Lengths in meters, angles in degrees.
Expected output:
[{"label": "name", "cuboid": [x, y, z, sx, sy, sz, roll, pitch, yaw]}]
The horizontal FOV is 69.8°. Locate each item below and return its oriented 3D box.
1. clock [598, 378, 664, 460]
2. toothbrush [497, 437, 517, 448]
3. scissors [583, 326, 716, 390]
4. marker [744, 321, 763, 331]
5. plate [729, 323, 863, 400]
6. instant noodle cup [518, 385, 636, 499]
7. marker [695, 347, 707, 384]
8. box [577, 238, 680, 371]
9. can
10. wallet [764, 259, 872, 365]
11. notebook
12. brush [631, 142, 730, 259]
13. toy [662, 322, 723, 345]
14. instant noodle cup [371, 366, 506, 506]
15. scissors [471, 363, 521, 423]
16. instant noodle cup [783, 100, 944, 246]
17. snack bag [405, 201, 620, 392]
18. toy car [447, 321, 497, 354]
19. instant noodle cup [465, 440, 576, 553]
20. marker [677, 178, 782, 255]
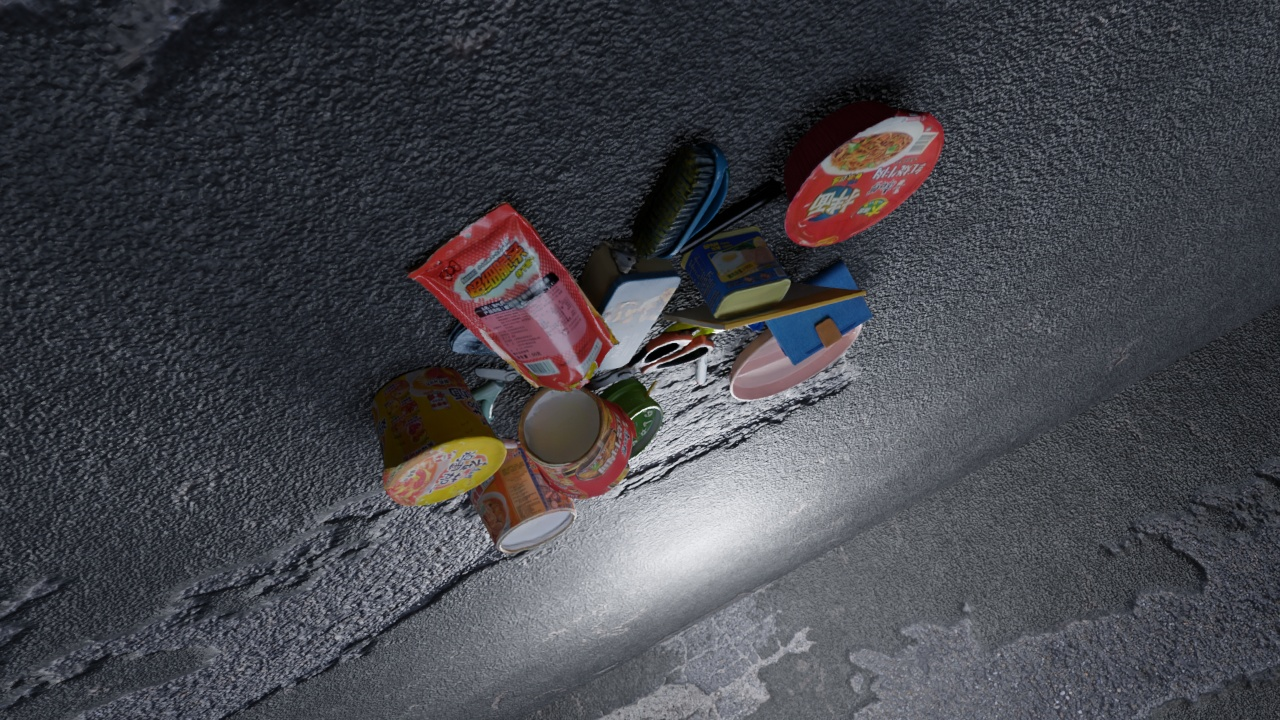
[{"label": "clock", "cuboid": [-0.035, 0.097, 1.258, 0.161, 0.056, 0.116, -41, 149, -16]}, {"label": "toothbrush", "cuboid": [-0.220, 0.101, 1.186, 0.016, 0.016, 0.180, -45, 149, 20]}, {"label": "scissors", "cuboid": [-0.015, 0.005, 1.156, 0.209, 0.015, 0.183, -6, 155, -12]}, {"label": "marker", "cuboid": [0.135, -0.051, 1.163, 0.017, 0.017, 0.145, -28, -173, 0]}, {"label": "plate", "cuboid": [0.233, -0.015, 1.397, 0.229, 0.028, 0.230, -23, 154, -12]}, {"label": "instant noodle cup", "cuboid": [-0.085, 0.094, 1.142, 0.138, 0.138, 0.108, -29, 155, 3]}, {"label": "marker", "cuboid": [0.086, -0.004, 1.288, 0.017, 0.017, 0.145, -23, 154, -10]}, {"label": "box", "cuboid": [-0.033, -0.056, 1.025, 0.089, 0.063, 0.185, -10, 147, -32]}, {"label": "can", "cuboid": [0.110, -0.100, 1.055, 0.102, 0.083, 0.057, -15, 151, -25]}, {"label": "wallet", "cuboid": [0.243, -0.064, 1.265, 0.133, 0.040, 0.106, -32, 123, 7]}, {"label": "notebook", "cuboid": [0.151, -0.068, 1.130, 0.206, 0.010, 0.146, -14, -166, -25]}, {"label": "brush", "cuboid": [0.047, -0.158, 0.920, 0.073, 0.055, 0.144, -8, 148, -34]}, {"label": "toy", "cuboid": [0.071, -0.041, 1.177, 0.097, 0.031, 0.100, -20, 177, 35]}, {"label": "instant noodle cup", "cuboid": [-0.233, 0.081, 1.028, 0.138, 0.109, 0.138, -22, 154, -11]}, {"label": "scissors", "cuboid": [-0.147, 0.033, 1.129, 0.169, 0.019, 0.175, -3, 144, -39]}, {"label": "instant noodle cup", "cuboid": [0.227, -0.210, 0.988, 0.193, 0.065, 0.194, -22, 155, -11]}, {"label": "snack bag", "cuboid": [-0.116, -0.054, 0.906, 0.129, 0.073, 0.208, -28, 131, 15]}, {"label": "toy car", "cuboid": [-0.158, -0.026, 0.994, 0.105, 0.031, 0.049, -1, 145, -44]}, {"label": "instant noodle cup", "cuboid": [-0.166, 0.196, 1.302, 0.151, 0.111, 0.152, -22, 154, -12]}, {"label": "marker", "cuboid": [0.095, -0.157, 1.010, 0.132, 0.020, 0.022, -31, 138, 5]}]
